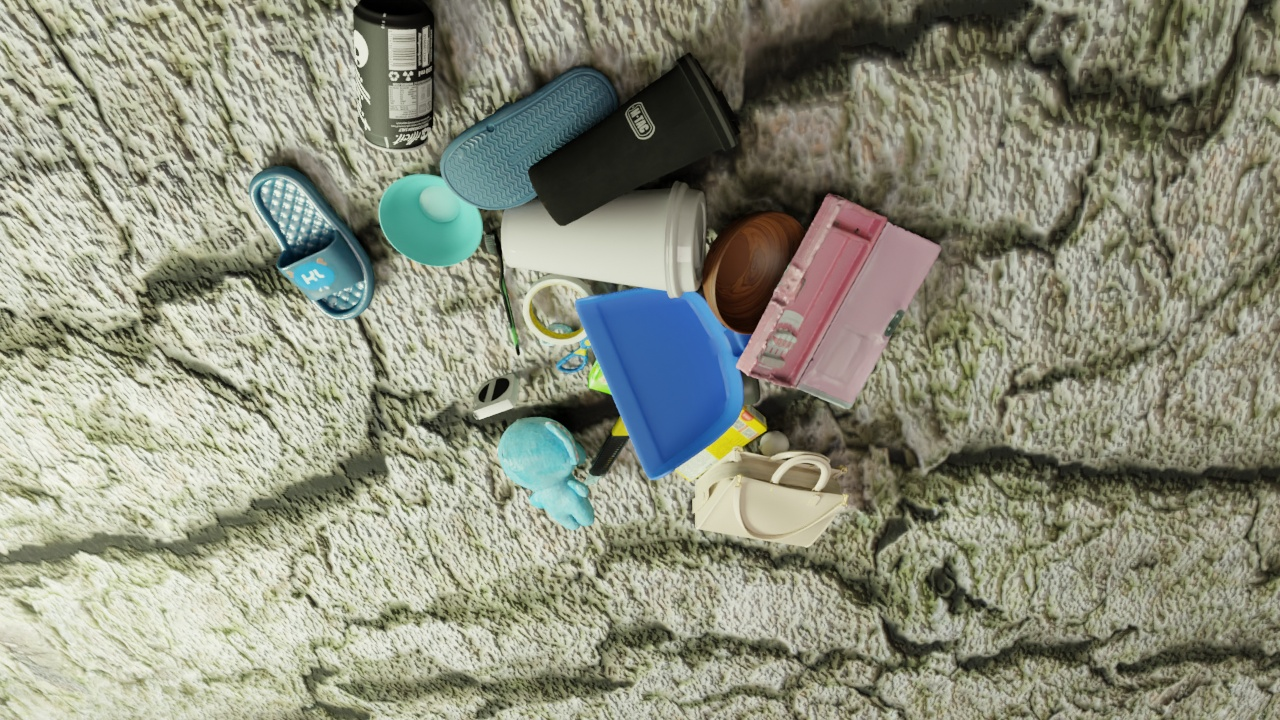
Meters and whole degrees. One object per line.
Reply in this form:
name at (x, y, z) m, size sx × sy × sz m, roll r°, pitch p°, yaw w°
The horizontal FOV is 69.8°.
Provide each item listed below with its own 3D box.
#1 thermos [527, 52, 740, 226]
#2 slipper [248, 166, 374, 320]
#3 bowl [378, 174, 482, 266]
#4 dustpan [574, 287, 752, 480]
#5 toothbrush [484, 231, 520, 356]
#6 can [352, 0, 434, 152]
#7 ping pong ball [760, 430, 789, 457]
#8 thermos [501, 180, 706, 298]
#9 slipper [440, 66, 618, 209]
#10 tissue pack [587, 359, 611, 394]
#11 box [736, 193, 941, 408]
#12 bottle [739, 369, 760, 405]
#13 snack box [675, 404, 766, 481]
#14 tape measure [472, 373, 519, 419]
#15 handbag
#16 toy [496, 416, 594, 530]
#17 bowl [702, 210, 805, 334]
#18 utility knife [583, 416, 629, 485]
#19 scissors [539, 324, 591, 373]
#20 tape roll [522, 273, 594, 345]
thermos at (-0.008, -0.226, 0.966) m, size 0.219 × 0.105 × 0.106 m, roll -29°, pitch 121°, yaw 9°
slipper at (-0.400, -0.137, 1.123) m, size 0.104 × 0.059 × 0.214 m, roll -14°, pitch 124°, yaw 12°
bowl at (-0.243, -0.175, 1.086) m, size 0.121 × 0.046 × 0.121 m, roll 2°, pitch 128°, yaw 3°
dustpan at (0.084, -0.011, 1.146) m, size 0.257 × 0.059 × 0.245 m, roll -24°, pitch 95°, yaw -9°
toothbrush at (-0.174, -0.082, 1.174) m, size 0.017 × 0.014 × 0.188 m, roll 6°, pitch 129°, yaw 16°
can at (-0.259, -0.302, 0.968) m, size 0.080 × 0.080 × 0.146 m, roll 9°, pitch 128°, yaw -2°
ping pong ball at (0.187, 0.118, 1.281) m, size 0.040 × 0.040 × 0.040 m, roll 2°, pitch 128°, yaw 3°
thermos at (-0.041, -0.142, 1.055) m, size 0.222 × 0.131 × 0.132 m, roll 4°, pitch 128°, yaw 11°
slipper at (-0.120, -0.243, 1.016) m, size 0.214 × 0.059 × 0.104 m, roll -31°, pitch 118°, yaw 7°
tissue pack at (-0.007, 0.007, 1.210) m, size 0.099 × 0.034 × 0.114 m, roll 18°, pitch 126°, yaw -15°
box at (0.232, -0.066, 1.091) m, size 0.180 × 0.050 × 0.233 m, roll 19°, pitch 108°, yaw -29°
bottle at (0.101, 0.034, 1.211) m, size 0.108 × 0.060 × 0.060 m, roll -8°, pitch 127°, yaw 10°
snack box at (0.097, 0.107, 1.290) m, size 0.075 × 0.025 × 0.153 m, roll 38°, pitch 122°, yaw -22°
tape measure at (-0.196, 0.048, 1.244) m, size 0.064 × 0.064 × 0.017 m, roll -19°, pitch 124°, yaw 16°
handbag at (0.189, 0.174, 1.259) m, size 0.194 × 0.101 × 0.198 m, roll 12°, pitch 144°, yaw -13°
toy at (-0.119, 0.154, 1.296) m, size 0.184 × 0.114 × 0.180 m, roll -25°, pitch 106°, yaw 47°
bowl at (0.123, -0.111, 1.081) m, size 0.147 × 0.069 × 0.147 m, roll -16°, pitch 121°, yaw -30°
utility knife at (-0.039, 0.122, 1.316) m, size 0.028 × 0.020 × 0.187 m, roll 24°, pitch 125°, yaw -12°
scissors at (-0.074, -0.035, 1.205) m, size 0.133 × 0.020 × 0.097 m, roll -34°, pitch 120°, yaw 25°
tape roll at (-0.102, -0.065, 1.170) m, size 0.094 × 0.019 × 0.094 m, roll 3°, pitch 119°, yaw 4°
